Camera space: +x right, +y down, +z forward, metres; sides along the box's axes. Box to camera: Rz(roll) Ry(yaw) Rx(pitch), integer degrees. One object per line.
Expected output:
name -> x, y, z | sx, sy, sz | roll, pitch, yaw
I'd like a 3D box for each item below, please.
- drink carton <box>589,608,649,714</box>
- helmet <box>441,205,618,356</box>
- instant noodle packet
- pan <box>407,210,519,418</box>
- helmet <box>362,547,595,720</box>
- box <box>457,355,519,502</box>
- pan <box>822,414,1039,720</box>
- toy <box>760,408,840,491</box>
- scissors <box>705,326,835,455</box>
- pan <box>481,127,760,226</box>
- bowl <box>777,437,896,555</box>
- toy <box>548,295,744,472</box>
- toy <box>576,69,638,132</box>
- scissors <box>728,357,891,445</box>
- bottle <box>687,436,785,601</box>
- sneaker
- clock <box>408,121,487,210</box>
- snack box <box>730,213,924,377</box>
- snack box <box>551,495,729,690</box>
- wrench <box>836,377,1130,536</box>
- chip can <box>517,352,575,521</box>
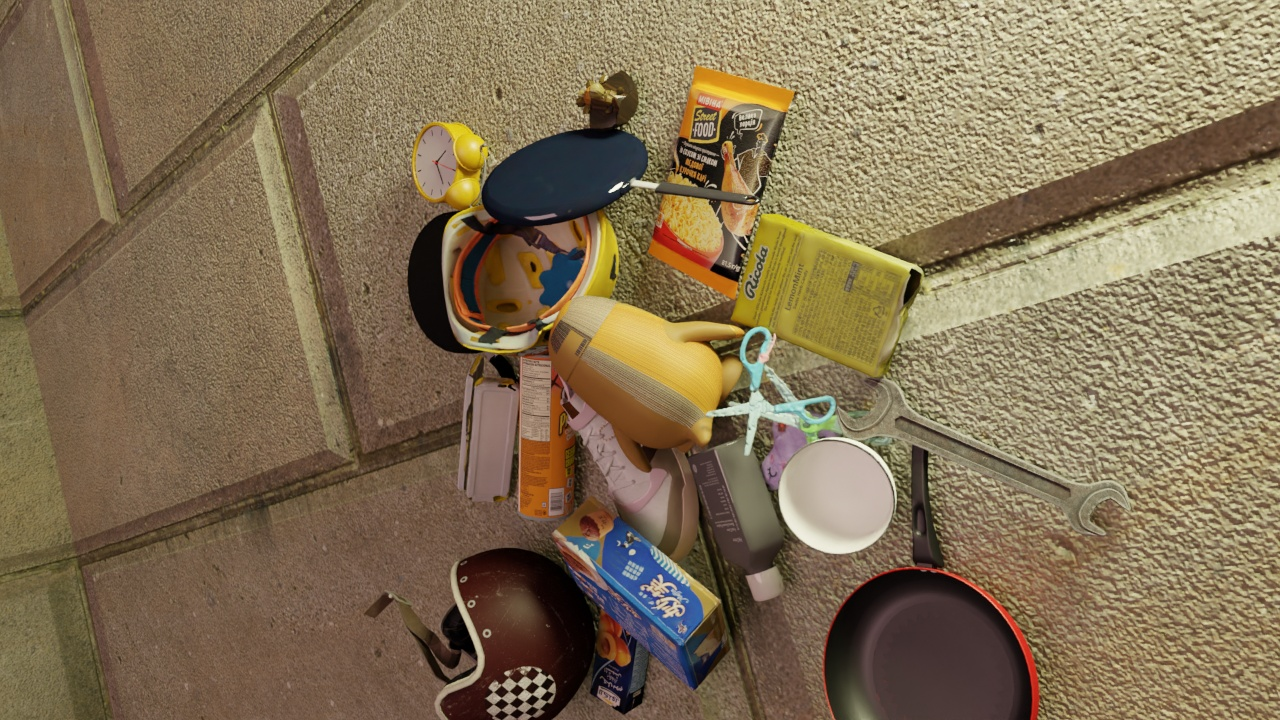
drink carton -> -0.024, 0.380, 1.175 | 0.064, 0.040, 0.130 | 18, 107, 37
helmet -> -0.116, -0.104, 1.121 | 0.240, 0.139, 0.209 | -21, 68, 20
instant noodle packet -> 0.081, -0.198, 1.004 | 0.160, 0.032, 0.221 | 35, 117, 46
pan -> -0.225, -0.044, 1.277 | 0.205, 0.044, 0.355 | -37, 72, 36
helmet -> -0.188, 0.360, 1.177 | 0.253, 0.233, 0.234 | -44, 108, 3
box -> -0.203, 0.099, 1.258 | 0.080, 0.079, 0.210 | 12, 123, 3
pan -> 0.281, 0.234, 0.895 | 0.209, 0.067, 0.356 | -4, 77, 41
toy -> 0.172, 0.100, 0.983 | 0.080, 0.036, 0.100 | 13, 104, 26
scissors -> 0.138, 0.035, 0.942 | 0.136, 0.015, 0.135 | 11, 84, 7
pan -> -0.026, -0.200, 1.014 | 0.357, 0.198, 0.021 | 15, 139, 34
bowl -> 0.198, 0.129, 0.910 | 0.113, 0.063, 0.113 | 2, 96, 22
toy -> -0.006, 0.006, 1.011 | 0.203, 0.162, 0.199 | 31, 109, -4
toy -> -0.045, -0.310, 1.087 | 0.100, 0.062, 0.076 | 31, 93, 43
scissors -> 0.171, 0.073, 0.954 | 0.170, 0.028, 0.139 | 18, 102, 20
bottle -> 0.114, 0.177, 1.014 | 0.174, 0.046, 0.084 | 71, 158, 7
sneaker -> -0.026, 0.108, 1.089 | 0.112, 0.116, 0.293 | -24, 81, 38
clock -> -0.263, -0.269, 1.271 | 0.152, 0.051, 0.114 | 28, 113, 37
snack box -> 0.190, -0.067, 0.940 | 0.181, 0.045, 0.121 | 26, 113, 31
snack box -> 0.002, 0.271, 1.070 | 0.203, 0.069, 0.155 | 34, 156, 30
wrench -> 0.313, 0.088, 0.863 | 0.273, 0.010, 0.070 | 25, 88, 30
chip can -> -0.121, 0.093, 1.190 | 0.075, 0.075, 0.215 | 10, 102, 37
